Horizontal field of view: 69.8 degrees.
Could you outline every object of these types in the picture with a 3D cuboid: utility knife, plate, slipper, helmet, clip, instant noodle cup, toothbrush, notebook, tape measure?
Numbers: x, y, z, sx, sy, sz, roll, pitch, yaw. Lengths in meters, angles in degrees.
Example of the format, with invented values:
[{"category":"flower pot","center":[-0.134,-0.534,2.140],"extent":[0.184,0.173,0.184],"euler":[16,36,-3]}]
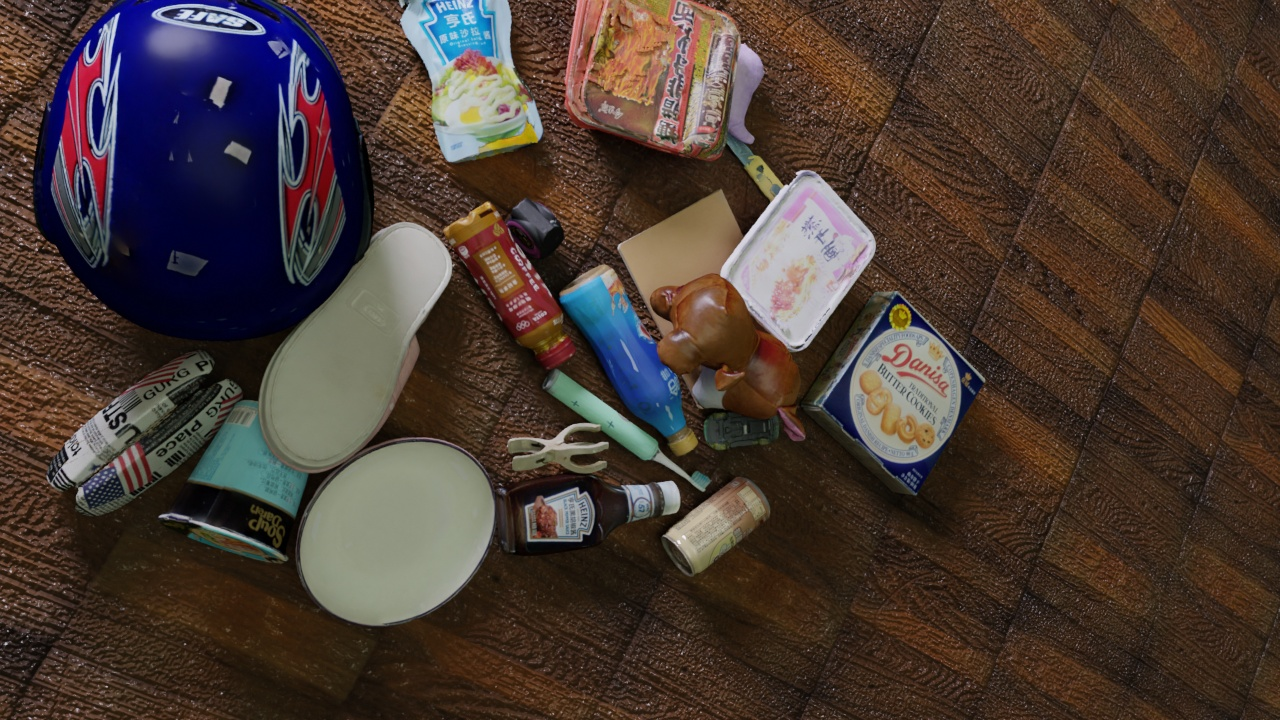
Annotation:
[{"category":"utility knife","center":[0.155,-0.195,1.072],"extent":[0.198,0.021,0.030],"euler":[46,67,-12]},{"category":"plate","center":[-0.231,0.157,0.868],"extent":[0.192,0.039,0.193],"euler":[-13,114,-31]},{"category":"slipper","center":[-0.258,-0.017,0.841],"extent":[0.114,0.055,0.273],"euler":[35,53,-21]},{"category":"helmet","center":[-0.339,-0.174,0.733],"extent":[0.247,0.241,0.315],"euler":[1,88,-23]},{"category":"clip","center":[-0.086,0.087,0.958],"extent":[0.104,0.081,0.035],"euler":[3,123,-3]},{"category":"instant noodle cup","center":[0.005,-0.302,0.969],"extent":[0.188,0.079,0.164],"euler":[12,85,-24]},{"category":"toothbrush","center":[-0.012,0.081,0.989],"extent":[0.224,0.026,0.027],"euler":[37,93,-19]},{"category":"notebook","center":[0.079,-0.070,1.039],"extent":[0.147,0.008,0.207],"euler":[-32,102,-21]},{"category":"tape measure","center":[-0.105,-0.134,0.933],"extent":[0.057,0.058,0.039],"euler":[42,71,5]},{"category":"instant noodle cup","center":[-0.340,0.104,0.806],"extent":[0.111,0.111,0.120],"euler":[27,63,-21]},{"category":"instant noodle cup","center":[0.168,-0.111,1.038],"extent":[0.138,0.060,0.173],"euler":[42,76,-19]}]

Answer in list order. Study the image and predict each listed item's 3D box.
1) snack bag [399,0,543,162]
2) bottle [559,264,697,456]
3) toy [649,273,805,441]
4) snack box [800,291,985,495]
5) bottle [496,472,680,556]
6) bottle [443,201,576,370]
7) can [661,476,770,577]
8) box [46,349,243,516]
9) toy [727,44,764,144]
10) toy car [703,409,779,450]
[{"category":"snack bag","center":[-0.171,-0.300,0.917],"extent":[0.110,0.039,0.191],"euler":[-17,96,-11]},{"category":"bottle","center":[-0.006,0.006,0.972],"extent":[0.065,0.065,0.219],"euler":[-35,104,-20]},{"category":"toy","center":[0.096,0.002,0.977],"extent":[0.199,0.131,0.140],"euler":[33,33,-31]},{"category":"snack box","center":[0.310,0.039,1.119],"extent":[0.178,0.046,0.182],"euler":[40,76,-19]},{"category":"bottle","center":[-0.052,0.156,0.964],"extent":[0.194,0.044,0.080],"euler":[-4,92,-24]},{"category":"bottle","center":[-0.127,-0.071,0.924],"extent":[0.057,0.057,0.175],"euler":[-37,104,-19]},{"category":"can","center":[0.084,0.182,1.014],"extent":[0.116,0.059,0.058],"euler":[-34,103,-20]},{"category":"box","center":[-0.422,0.070,0.800],"extent":[0.162,0.076,0.087],"euler":[-43,125,-20]},{"category":"toy","center":[0.104,-0.304,1.031],"extent":[0.084,0.039,0.108],"euler":[19,83,-13]},{"category":"toy car","center":[0.112,0.077,1.038],"extent":[0.091,0.036,0.043],"euler":[-4,92,-24]}]
